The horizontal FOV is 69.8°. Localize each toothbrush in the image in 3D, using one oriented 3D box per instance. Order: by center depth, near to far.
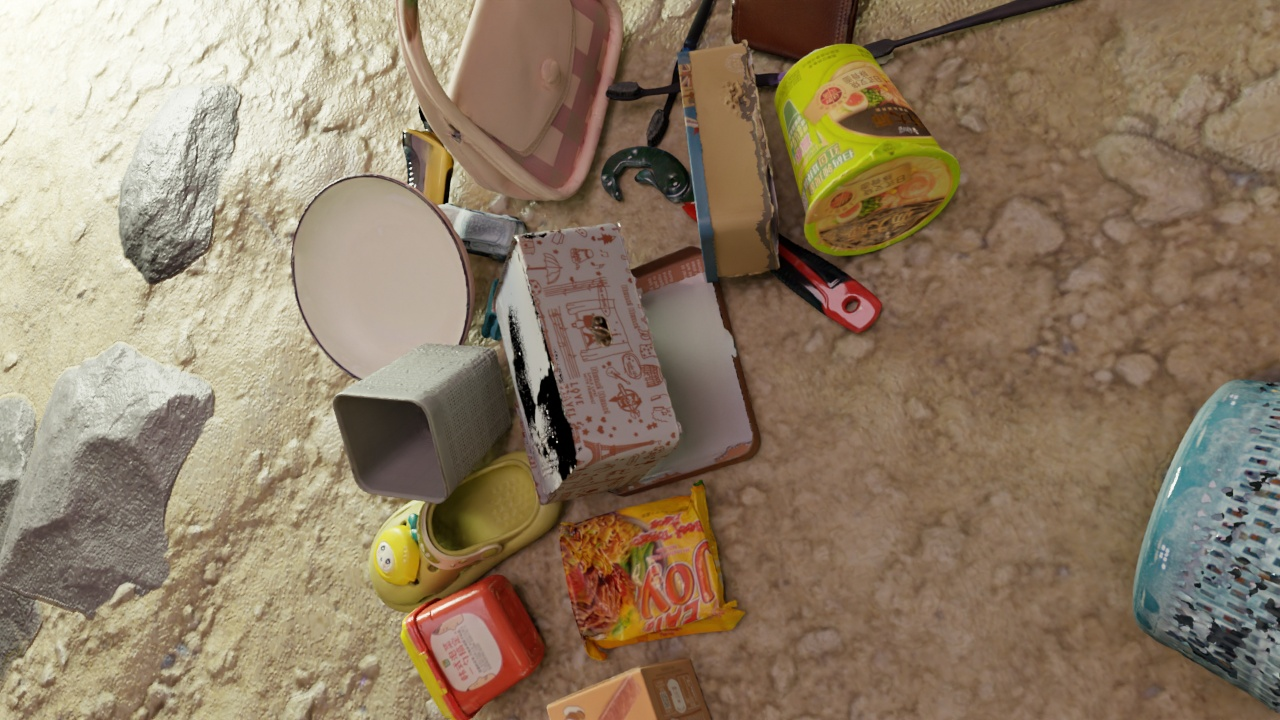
[{"bbox_3d":[0.256,-0.254,0.685,0.181,0.018,0.015,-13,65,19],"label":"toothbrush"},{"bbox_3d":[0.060,-0.229,0.756,0.189,0.017,0.014,0,75,16],"label":"toothbrush"},{"bbox_3d":[0.042,-0.270,0.786,0.014,0.016,0.189,20,85,23],"label":"toothbrush"}]

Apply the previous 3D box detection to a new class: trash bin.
[{"bbox_3d":[0.370,0.105,0.450,0.195,0.226,0.226,22,87,40],"label":"trash bin"}]

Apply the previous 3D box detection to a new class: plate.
[{"bbox_3d":[-0.224,-0.070,0.817,0.193,0.039,0.192,7,108,22],"label":"plate"}]

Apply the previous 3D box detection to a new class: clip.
[{"bbox_3d":[-0.125,-0.044,0.809,0.040,0.014,0.056,11,83,27],"label":"clip"}]

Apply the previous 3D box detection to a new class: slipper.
[{"bbox_3d":[-0.153,0.132,0.743,0.191,0.081,0.091,-31,64,12],"label":"slipper"}]

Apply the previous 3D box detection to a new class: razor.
[{"bbox_3d":[-0.192,-0.157,0.851,0.067,0.062,0.167,5,84,-6],"label":"razor"}]

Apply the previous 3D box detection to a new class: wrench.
[{"bbox_3d":[0.074,-0.104,0.729,0.273,0.016,0.056,35,91,27],"label":"wrench"}]

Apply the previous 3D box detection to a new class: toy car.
[{"bbox_3d":[-0.146,-0.115,0.816,0.090,0.034,0.043,13,85,7],"label":"toy car"}]

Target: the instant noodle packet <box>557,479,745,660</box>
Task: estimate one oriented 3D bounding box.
[{"bbox_3d":[0.005,0.158,0.685,0.129,0.044,0.110,-19,74,19],"label":"instant noodle packet"}]

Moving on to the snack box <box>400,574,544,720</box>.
[{"bbox_3d":[-0.126,0.217,0.705,0.080,0.082,0.091,-30,86,6],"label":"snack box"}]

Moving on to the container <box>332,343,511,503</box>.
[{"bbox_3d":[-0.168,0.044,0.740,0.090,0.114,0.090,4,117,24],"label":"container"}]

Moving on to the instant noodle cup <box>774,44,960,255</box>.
[{"bbox_3d":[0.152,-0.158,0.663,0.112,0.111,0.123,-26,61,17],"label":"instant noodle cup"}]

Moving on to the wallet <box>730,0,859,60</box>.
[{"bbox_3d":[0.123,-0.296,0.712,0.101,0.032,0.125,20,129,25],"label":"wallet"}]

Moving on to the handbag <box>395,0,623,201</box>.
[{"bbox_3d":[-0.114,-0.250,0.729,0.093,0.234,0.193,11,82,28],"label":"handbag"}]

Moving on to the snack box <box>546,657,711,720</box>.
[{"bbox_3d":[0.001,0.266,0.631,0.077,0.092,0.094,-28,68,16],"label":"snack box"}]

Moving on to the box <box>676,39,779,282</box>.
[{"bbox_3d":[0.066,-0.144,0.689,0.061,0.090,0.184,-6,63,7],"label":"box"}]

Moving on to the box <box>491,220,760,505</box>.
[{"bbox_3d":[-0.002,0.004,0.697,0.177,0.153,0.182,-10,73,-20],"label":"box"}]
